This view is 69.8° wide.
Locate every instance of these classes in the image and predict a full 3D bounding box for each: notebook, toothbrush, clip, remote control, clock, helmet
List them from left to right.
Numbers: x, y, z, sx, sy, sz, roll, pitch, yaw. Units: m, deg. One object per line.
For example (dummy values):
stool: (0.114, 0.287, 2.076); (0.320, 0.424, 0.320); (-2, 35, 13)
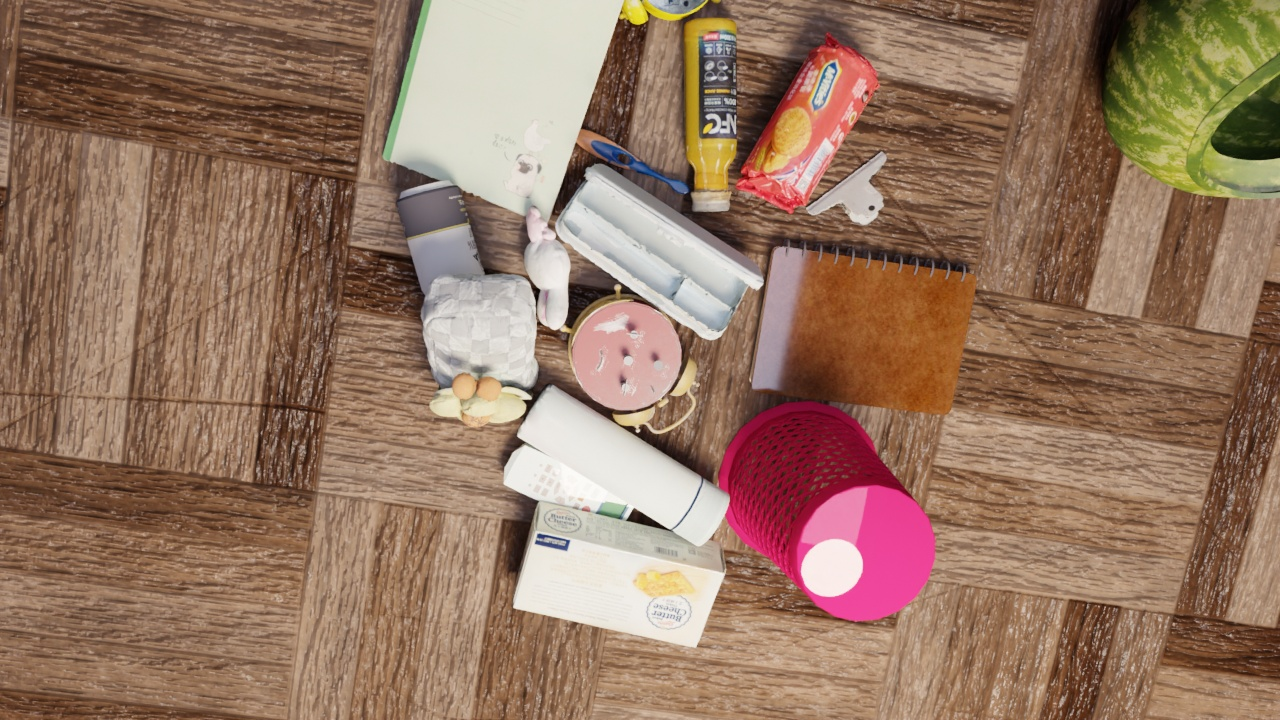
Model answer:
notebook: (-0.135, -0.281, 0.891); (0.182, 0.010, 0.253); (22, 112, -2)
remote control: (-0.078, 0.136, 0.990); (0.143, 0.024, 0.049); (27, 100, -13)
toothbrush: (-0.010, -0.205, 0.950); (0.135, 0.017, 0.021); (26, 92, -6)
clock: (-0.006, 0.005, 0.948); (0.117, 0.081, 0.159); (-37, 100, 1)
clock: (0.020, -0.377, 0.902); (0.118, 0.057, 0.083); (-7, 100, -4)
clip: (0.231, -0.171, 0.968); (0.101, 0.038, 0.054); (-37, 87, 3)
notebook: (0.240, -0.036, 0.991); (0.225, 0.024, 0.167); (7, 100, -6)
helmet: (0.570, -0.280, 0.873); (0.213, 0.246, 0.244); (32, 136, -26)

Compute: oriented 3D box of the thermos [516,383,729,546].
thermos: (-0.017, 0.110, 0.964); (0.230, 0.068, 0.068); (32, 95, -4)

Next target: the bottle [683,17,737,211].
bottle: (0.071, -0.245, 0.929); (0.053, 0.053, 0.186); (-2, 99, -5)

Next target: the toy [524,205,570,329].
toy: (-0.094, -0.095, 0.930); (0.037, 0.076, 0.125); (-11, 100, -22)

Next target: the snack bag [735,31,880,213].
snack bag: (0.172, -0.235, 0.931); (0.082, 0.082, 0.176); (30, 96, -9)

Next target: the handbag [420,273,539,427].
handbag: (-0.155, -0.005, 0.887); (0.112, 0.172, 0.123); (3, 61, -5)

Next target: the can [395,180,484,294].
can: (-0.198, -0.112, 0.921); (0.064, 0.064, 0.127); (-15, 100, -2)

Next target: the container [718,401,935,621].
container: (0.189, 0.153, 0.914); (0.183, 0.225, 0.183); (-1, 99, -5)

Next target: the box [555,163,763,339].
box: (0.032, -0.129, 0.909); (0.216, 0.110, 0.107); (33, 58, -10)

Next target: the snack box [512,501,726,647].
snack box: (-0.024, 0.230, 0.983); (0.208, 0.057, 0.104); (14, 113, -7)
